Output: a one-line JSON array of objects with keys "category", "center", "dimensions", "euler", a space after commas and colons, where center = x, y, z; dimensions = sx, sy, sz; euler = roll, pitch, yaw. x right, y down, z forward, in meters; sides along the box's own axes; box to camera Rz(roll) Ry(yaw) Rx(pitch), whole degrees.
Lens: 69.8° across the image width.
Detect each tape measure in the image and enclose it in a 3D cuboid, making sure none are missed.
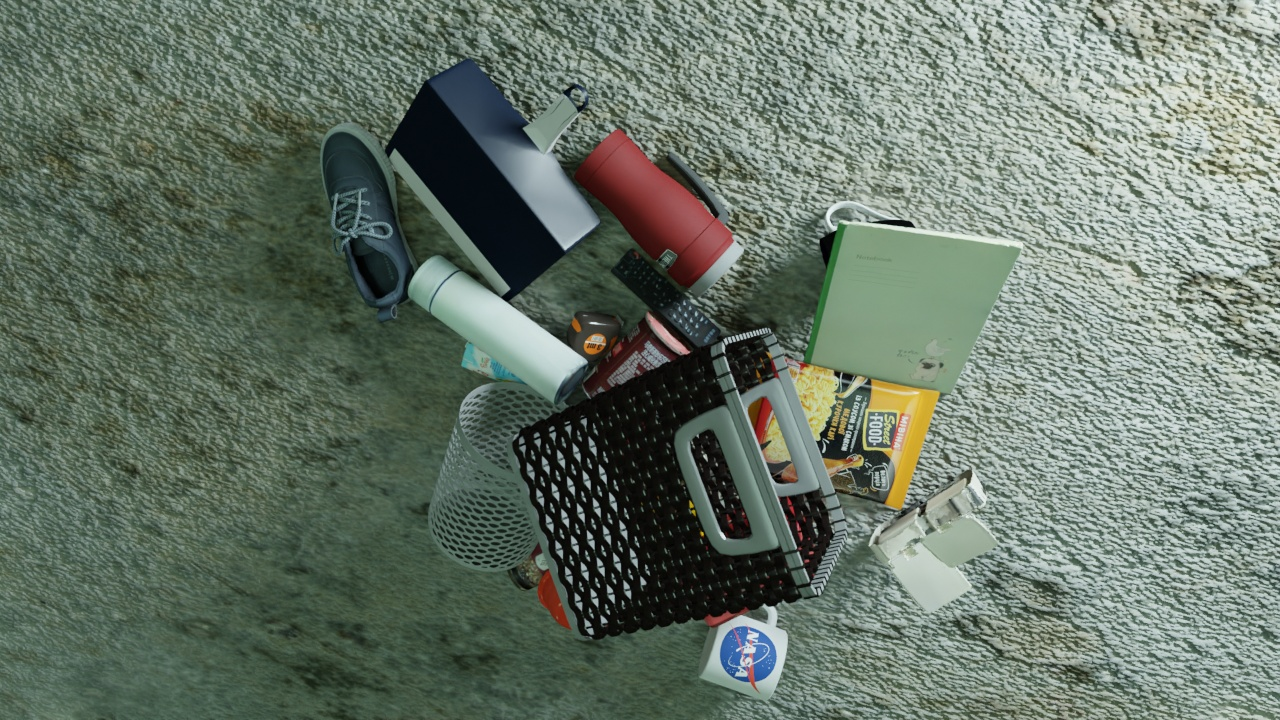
[{"category": "tape measure", "center": [-0.060, -0.031, 1.120], "dimensions": [0.058, 0.038, 0.059], "euler": [5, 119, -30]}]

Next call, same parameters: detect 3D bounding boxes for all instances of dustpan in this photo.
[{"category": "dustpan", "center": [-0.149, -0.221, 1.040], "dimensions": [0.236, 0.079, 0.274], "euler": [51, 146, -7]}]

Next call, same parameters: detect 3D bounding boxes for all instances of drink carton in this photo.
[{"category": "drink carton", "center": [-0.160, 0.010, 1.145], "dimensions": [0.129, 0.044, 0.039], "euler": [21, 107, 1]}]

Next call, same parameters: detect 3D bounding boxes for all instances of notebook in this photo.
[{"category": "notebook", "center": [0.285, -0.051, 1.008], "dimensions": [0.182, 0.010, 0.253], "euler": [9, 143, 6]}]

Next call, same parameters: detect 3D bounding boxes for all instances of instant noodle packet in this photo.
[{"category": "instant noodle packet", "center": [0.231, 0.086, 1.117], "dimensions": [0.221, 0.032, 0.160], "euler": [13, 110, 4]}]

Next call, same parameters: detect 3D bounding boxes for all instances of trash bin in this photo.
[{"category": "trash bin", "center": [-0.167, 0.145, 1.110], "dimensions": [0.156, 0.156, 0.184], "euler": [27, 124, 0]}]

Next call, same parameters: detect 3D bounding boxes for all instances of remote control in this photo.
[{"category": "remote control", "center": [0.029, -0.068, 1.102], "dimensions": [0.150, 0.047, 0.022], "euler": [43, 142, -5]}]

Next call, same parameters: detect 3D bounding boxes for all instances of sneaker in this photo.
[{"category": "sneaker", "center": [-0.332, -0.164, 1.098], "dimensions": [0.089, 0.087, 0.235], "euler": [-15, 103, 12]}]

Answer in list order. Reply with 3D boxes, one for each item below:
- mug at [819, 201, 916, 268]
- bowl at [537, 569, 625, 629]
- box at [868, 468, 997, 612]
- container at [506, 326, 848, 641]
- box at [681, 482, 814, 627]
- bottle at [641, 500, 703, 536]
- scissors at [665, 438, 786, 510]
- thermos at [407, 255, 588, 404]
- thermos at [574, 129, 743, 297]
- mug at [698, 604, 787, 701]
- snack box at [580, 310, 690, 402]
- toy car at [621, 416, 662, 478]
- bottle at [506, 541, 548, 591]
[{"category": "mug", "center": [0.258, -0.131, 1.037], "dimensions": [0.100, 0.085, 0.118], "euler": [-20, 73, 7]}, {"category": "bowl", "center": [-0.067, 0.310, 1.186], "dimensions": [0.130, 0.045, 0.131], "euler": [-5, 129, -6]}, {"category": "box", "center": [0.348, 0.220, 1.047], "dimensions": [0.144, 0.187, 0.105], "euler": [-39, 82, 21]}, {"category": "container", "center": [0.044, 0.128, 0.953], "dimensions": [0.244, 0.245, 0.247], "euler": [-21, 88, 20]}, {"category": "box", "center": [0.131, 0.237, 1.127], "dimensions": [0.158, 0.128, 0.087], "euler": [-34, 102, 16]}, {"category": "bottle", "center": [0.012, 0.190, 1.165], "dimensions": [0.144, 0.043, 0.043], "euler": [7, 106, 16]}, {"category": "scissors", "center": [0.093, 0.144, 1.151], "dimensions": [0.171, 0.012, 0.158], "euler": [26, 117, 10]}, {"category": "thermos", "center": [-0.172, -0.038, 1.101], "dimensions": [0.230, 0.067, 0.068], "euler": [36, 107, 8]}, {"category": "thermos", "center": [0.029, -0.176, 1.054], "dimensions": [0.198, 0.084, 0.108], "euler": [44, 73, -3]}, {"category": "mug", "center": [0.136, 0.364, 1.186], "dimensions": [0.090, 0.091, 0.121], "euler": [19, 72, 2]}, {"category": "snack box", "center": [-0.007, 0.006, 1.109], "dimensions": [0.072, 0.072, 0.121], "euler": [43, 107, -5]}, {"category": "toy car", "center": [-0.011, 0.106, 1.148], "dimensions": [0.051, 0.048, 0.100], "euler": [30, 107, -1]}, {"category": "bottle", "center": [-0.118, 0.255, 1.200], "dimensions": [0.105, 0.056, 0.056], "euler": [-29, 99, 14]}]
